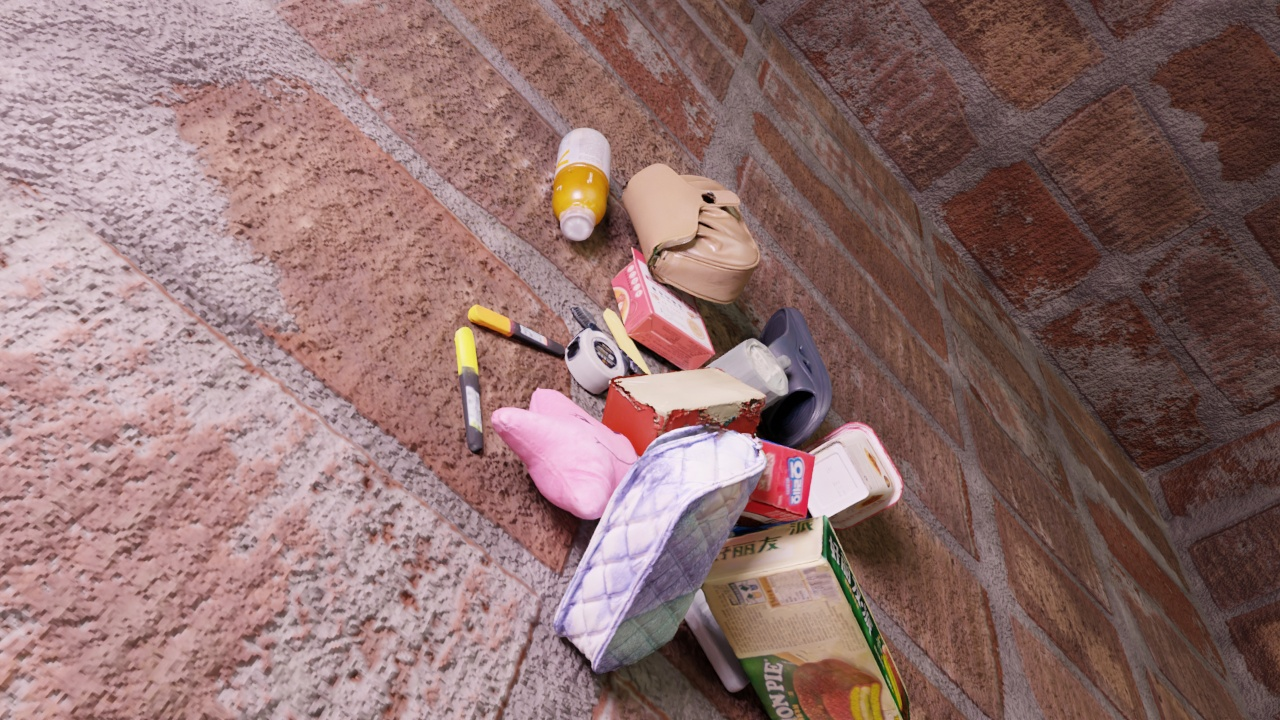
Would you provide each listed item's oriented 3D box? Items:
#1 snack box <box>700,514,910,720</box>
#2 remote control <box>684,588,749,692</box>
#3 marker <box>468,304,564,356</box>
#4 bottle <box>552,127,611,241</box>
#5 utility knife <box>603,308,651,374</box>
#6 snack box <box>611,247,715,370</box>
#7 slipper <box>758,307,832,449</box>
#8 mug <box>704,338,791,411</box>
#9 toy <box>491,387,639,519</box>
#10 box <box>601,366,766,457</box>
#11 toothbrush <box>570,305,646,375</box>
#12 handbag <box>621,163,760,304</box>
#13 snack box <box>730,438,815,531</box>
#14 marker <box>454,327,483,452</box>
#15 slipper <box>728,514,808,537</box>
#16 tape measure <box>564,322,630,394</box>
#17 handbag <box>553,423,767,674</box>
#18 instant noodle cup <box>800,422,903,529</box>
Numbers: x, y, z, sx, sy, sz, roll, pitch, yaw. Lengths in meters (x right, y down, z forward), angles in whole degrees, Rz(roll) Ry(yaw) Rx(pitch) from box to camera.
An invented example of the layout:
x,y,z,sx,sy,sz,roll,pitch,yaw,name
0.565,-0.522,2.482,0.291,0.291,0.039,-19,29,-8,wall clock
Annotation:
x,y,z,sx,sy,sz,roll,pitch,yaw,name
0.152,0.254,0.818,0.240,0.115,0.063,62,24,-24,snack box
0.064,0.243,0.866,0.136,0.020,0.055,58,30,7,remote control
-0.119,-0.027,0.898,0.123,0.015,0.018,25,41,-46,marker
-0.071,-0.213,1.112,0.068,0.068,0.189,37,33,-28,bottle
-0.002,0.004,1.035,0.031,0.018,0.151,2,59,-60,utility knife
0.024,-0.060,1.107,0.113,0.044,0.127,31,28,-35,snack box
0.179,0.013,1.221,0.083,0.111,0.267,24,32,-17,slipper
0.119,0.031,1.094,0.083,0.104,0.123,58,30,9,mug
-0.058,0.081,0.799,0.178,0.075,0.194,49,10,36,toy
0.047,0.049,0.930,0.168,0.079,0.091,-5,28,-45,box
-0.006,0.006,1.008,0.189,0.017,0.014,44,38,-5,toothbrush
0.064,-0.166,1.138,0.147,0.100,0.204,6,40,-23,handbag
0.083,0.119,0.838,0.057,0.208,0.058,17,71,-15,snack box
-0.149,0.025,0.797,0.018,0.015,0.124,22,45,-43,marker
0.135,0.175,0.974,0.105,0.095,0.252,7,49,-50,slipper
-0.047,0.001,0.953,0.066,0.034,0.065,46,27,-10,tape measure
0.014,0.144,0.718,0.075,0.194,0.134,39,26,28,handbag
0.246,0.145,1.131,0.116,0.116,0.124,62,22,15,instant noodle cup
